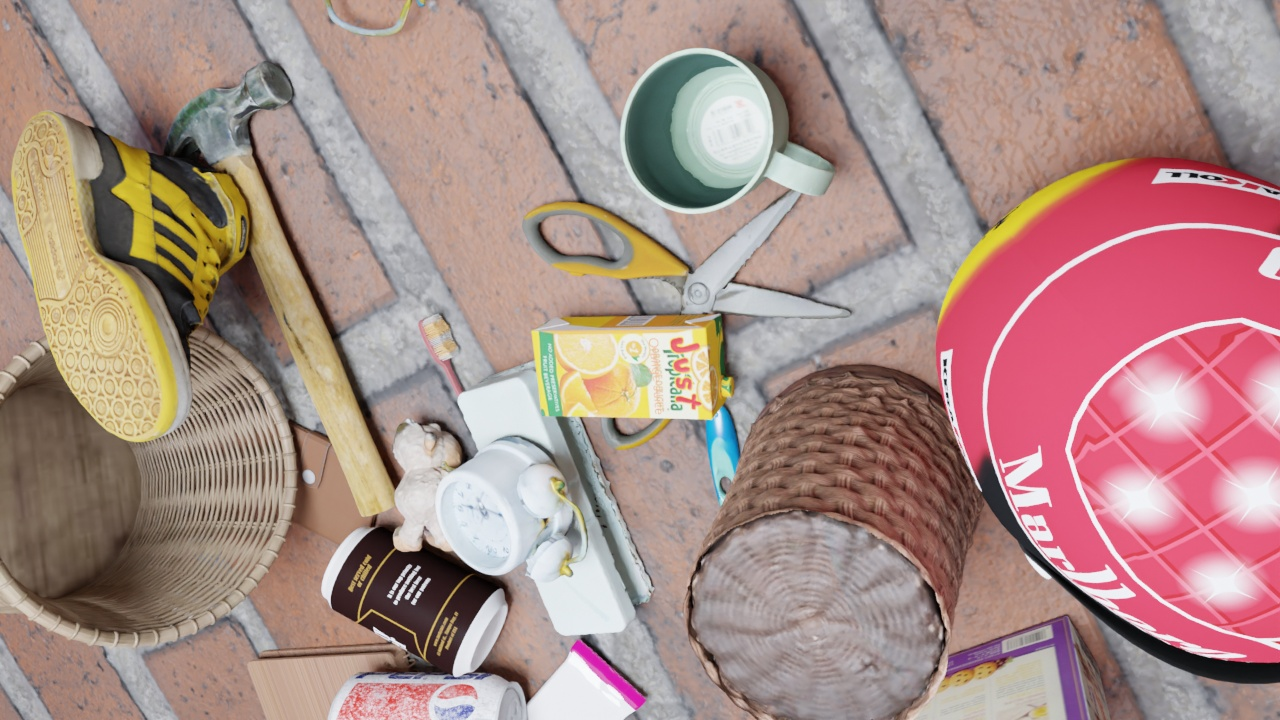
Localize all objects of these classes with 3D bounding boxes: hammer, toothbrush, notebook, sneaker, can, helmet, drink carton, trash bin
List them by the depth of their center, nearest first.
[{"bbox_3d":[0.266,0.032,0.427,0.271,0.224,0.198,46,114,3],"label":"helmet"},{"bbox_3d":[0.112,0.101,0.506,0.151,0.209,0.151,6,108,17],"label":"trash bin"},{"bbox_3d":[-0.004,0.003,0.591,0.123,0.041,0.058,0,105,19],"label":"drink carton"},{"bbox_3d":[-0.315,-0.052,0.605,0.086,0.122,0.238,-36,71,23],"label":"sneaker"},{"bbox_3d":[0.060,0.094,0.629,0.022,0.017,0.135,-3,102,20],"label":"toothbrush"},{"bbox_3d":[-0.115,0.051,0.676,0.016,0.015,0.184,-19,100,33],"label":"toothbrush"},{"bbox_3d":[-0.259,-0.038,0.685,0.132,0.033,0.330,-19,96,22],"label":"hammer"},{"bbox_3d":[-0.171,0.183,0.702,0.128,0.071,0.072,24,112,11],"label":"can"},{"bbox_3d":[-0.163,0.280,0.703,0.136,0.078,0.078,-4,104,12],"label":"can"},{"bbox_3d":[-0.242,0.349,0.802,0.169,0.022,0.210,-10,102,22],"label":"notebook"}]

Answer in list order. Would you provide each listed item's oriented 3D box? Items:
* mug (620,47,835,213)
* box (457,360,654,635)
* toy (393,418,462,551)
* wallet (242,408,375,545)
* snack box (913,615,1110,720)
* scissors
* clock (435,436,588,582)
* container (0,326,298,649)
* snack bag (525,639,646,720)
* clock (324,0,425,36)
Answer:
[{"bbox_3d":[0.057,-0.123,0.517,0.111,0.103,0.084,28,112,10],"label":"mug"},{"bbox_3d":[-0.063,0.101,0.653,0.085,0.070,0.199,-22,99,4],"label":"box"},{"bbox_3d":[-0.155,0.093,0.681,0.085,0.074,0.106,-18,93,38],"label":"toy"},{"bbox_3d":[-0.266,0.099,0.742,0.121,0.013,0.087,24,112,11],"label":"wallet"},{"bbox_3d":[0.201,0.227,0.546,0.144,0.147,0.040,-29,94,24],"label":"snack box"},{"bbox_3d":[0.020,-0.030,0.605,0.225,0.016,0.226,15,110,14],"label":"scissors"},{"bbox_3d":[-0.080,0.099,0.602,0.118,0.056,0.083,9,113,34],"label":"clock"},{"bbox_3d":[-0.410,0.091,0.678,0.197,0.226,0.227,-10,102,33],"label":"container"},{"bbox_3d":[-0.076,0.304,0.735,0.070,0.016,0.197,40,114,5],"label":"snack bag"},{"bbox_3d":[-0.174,-0.289,0.575,0.117,0.060,0.162,16,111,13],"label":"clock"}]
